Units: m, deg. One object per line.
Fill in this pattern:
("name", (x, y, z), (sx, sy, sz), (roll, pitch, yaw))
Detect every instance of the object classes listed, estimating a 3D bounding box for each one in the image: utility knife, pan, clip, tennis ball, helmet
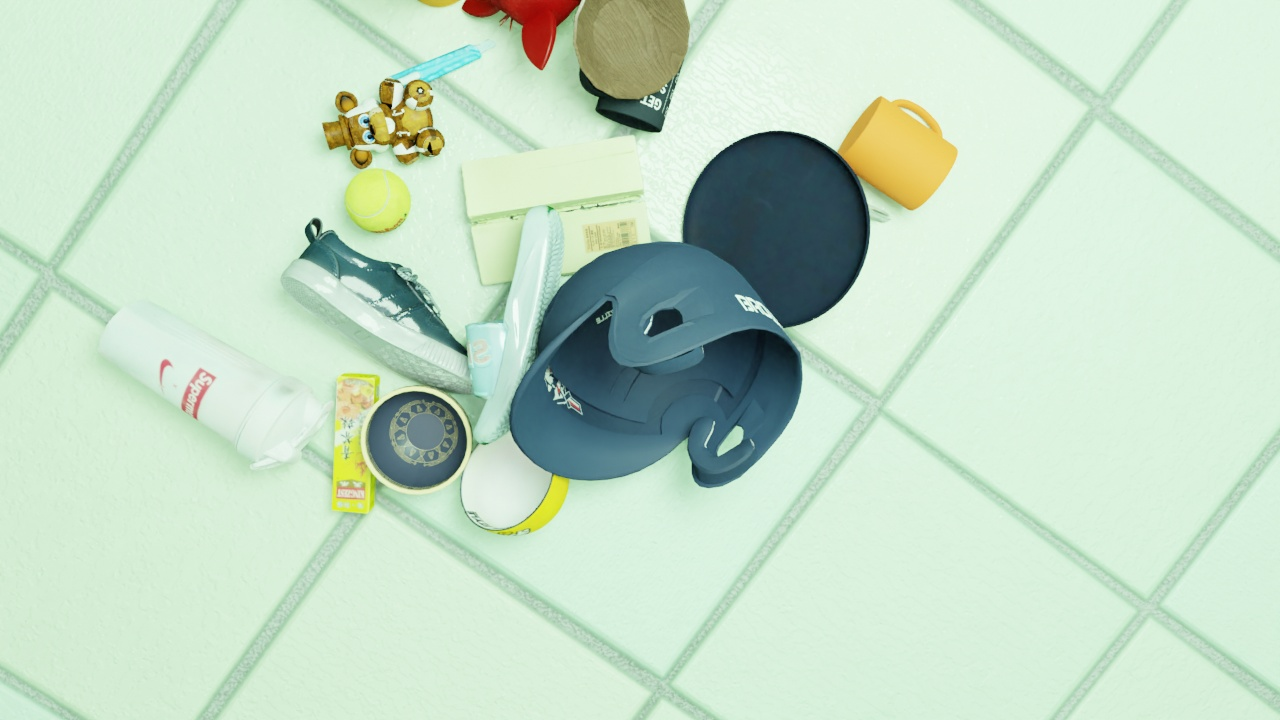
("utility knife", (-0.206, -0.303, 0.948), (0.123, 0.015, 0.022), (-22, 110, -2))
("pan", (0.112, -0.061, 0.960), (0.199, 0.021, 0.357), (26, 108, 23))
("clip", (0.220, -0.167, 0.965), (0.054, 0.101, 0.040), (15, 94, 40))
("tennis ball", (-0.267, -0.163, 0.935), (0.065, 0.065, 0.065), (0, 96, -3))
("helmet", (-0.005, 0.005, 0.887), (0.272, 0.223, 0.232), (-37, 137, -5))

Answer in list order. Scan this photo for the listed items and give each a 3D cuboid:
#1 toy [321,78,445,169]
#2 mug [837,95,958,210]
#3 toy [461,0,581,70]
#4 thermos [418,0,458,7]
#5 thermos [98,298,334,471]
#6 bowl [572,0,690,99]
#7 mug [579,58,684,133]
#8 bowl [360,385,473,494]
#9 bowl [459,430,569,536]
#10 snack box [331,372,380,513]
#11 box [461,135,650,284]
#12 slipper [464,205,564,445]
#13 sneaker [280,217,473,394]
("toy", (-0.262, -0.238, 0.928), (0.112, 0.067, 0.087), (-15, 112, -14))
("mug", (0.271, -0.227, 0.954), (0.096, 0.078, 0.112), (32, 66, -6))
("toy", (-0.077, -0.394, 0.890), (0.158, 0.120, 0.197), (44, 105, 30))
("thermos", (-0.196, -0.382, 0.829), (0.076, 0.232, 0.091), (-36, 97, 1))
("thermos", (-0.435, 0.026, 0.939), (0.220, 0.099, 0.099), (31, 94, -1))
("bowl", (-0.012, -0.307, 0.861), (0.117, 0.030, 0.118), (-10, 117, -20))
("mug", (-0.014, -0.283, 0.920), (0.105, 0.071, 0.077), (14, 96, -36))
("bowl", (-0.230, 0.079, 0.966), (0.112, 0.061, 0.112), (0, 96, -3))
("bowl", (-0.123, 0.130, 0.964), (0.117, 0.067, 0.117), (-13, 61, 24))
("snack box", (-0.304, 0.088, 0.980), (0.040, 0.029, 0.148), (4, 96, -3))
("box", (-0.086, -0.156, 0.957), (0.188, 0.047, 0.141), (-7, 99, -1))
("slipper", (-0.132, -0.037, 0.921), (0.074, 0.104, 0.245), (13, 93, 6))
("sneaker", (-0.252, -0.051, 0.942), (0.235, 0.089, 0.087), (37, 62, -21))
